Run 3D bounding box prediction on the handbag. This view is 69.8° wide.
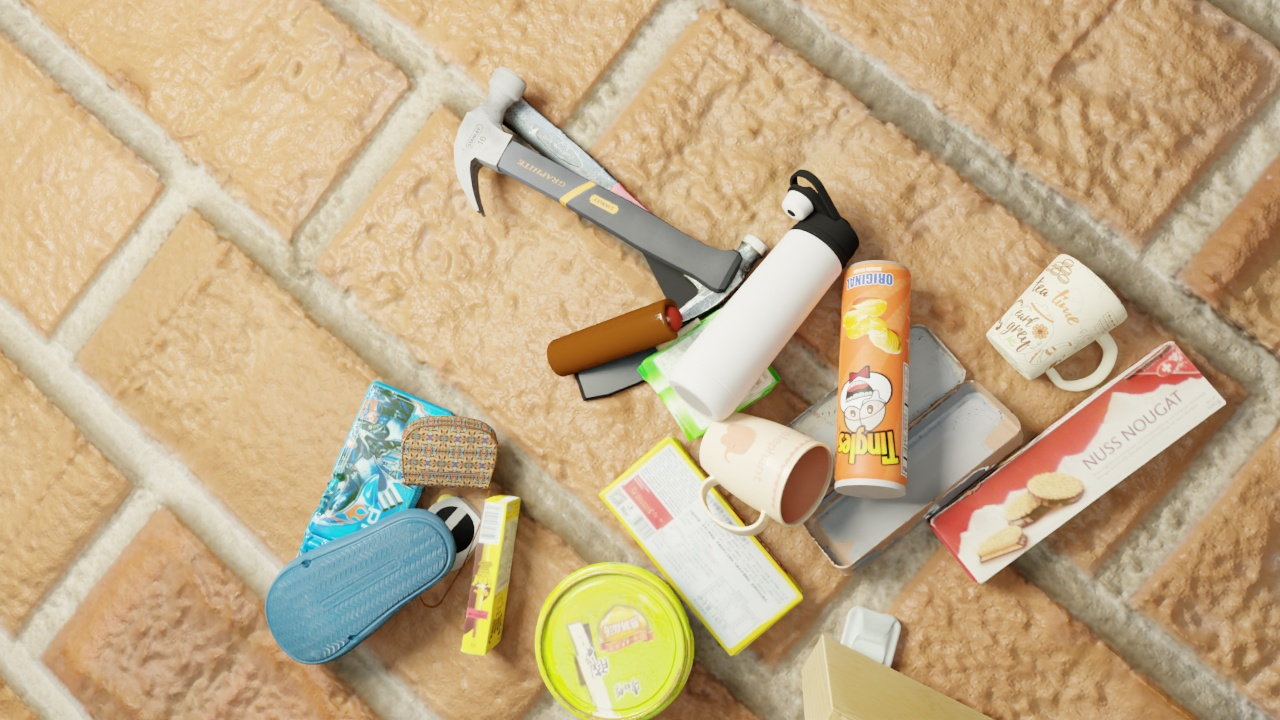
[{"bbox_3d":[-0.196,0.152,0.917,0.093,0.043,0.196,5,100,-14],"label":"handbag"}]

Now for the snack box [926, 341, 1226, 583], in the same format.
[{"bbox_3d":[0.395,0.094,0.842,0.273,0.044,0.076,-38,81,5],"label":"snack box"}]

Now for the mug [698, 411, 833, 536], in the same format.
[{"bbox_3d":[0.103,0.106,0.841,0.104,0.085,0.111,27,74,39],"label":"mug"}]

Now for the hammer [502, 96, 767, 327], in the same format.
[{"bbox_3d":[-0.037,-0.163,0.934,0.326,0.036,0.140,42,91,10],"label":"hammer"}]

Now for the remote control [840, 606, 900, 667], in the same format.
[{"bbox_3d":[0.207,0.303,0.868,0.050,0.022,0.133,15,89,10],"label":"remote control"}]

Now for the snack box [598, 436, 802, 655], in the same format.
[{"bbox_3d":[0.059,0.177,0.890,0.092,0.042,0.200,-41,81,3],"label":"snack box"}]

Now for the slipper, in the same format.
[{"bbox_3d":[-0.273,0.211,0.890,0.214,0.059,0.104,-34,97,8],"label":"slipper"}]

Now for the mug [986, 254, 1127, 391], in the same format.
[{"bbox_3d":[0.390,-0.021,0.847,0.097,0.081,0.122,-43,108,11],"label":"mug"}]

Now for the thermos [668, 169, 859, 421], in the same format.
[{"bbox_3d":[0.109,-0.060,0.851,0.101,0.069,0.229,45,78,-22],"label":"thermos"}]

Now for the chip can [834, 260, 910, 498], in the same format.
[{"bbox_3d":[0.214,0.017,0.842,0.062,0.062,0.210,4,72,9],"label":"chip can"}]

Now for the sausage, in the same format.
[{"bbox_3d":[-0.026,-0.021,0.894,0.156,0.040,0.040,-18,83,32],"label":"sausage"}]

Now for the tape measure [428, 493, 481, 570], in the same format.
[{"bbox_3d":[-0.194,0.175,0.942,0.064,0.016,0.065,42,93,9],"label":"tape measure"}]

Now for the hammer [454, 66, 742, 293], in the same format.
[{"bbox_3d":[-0.042,-0.160,0.901,0.312,0.035,0.139,29,89,9],"label":"hammer"}]

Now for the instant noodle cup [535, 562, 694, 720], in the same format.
[{"bbox_3d":[-0.020,0.260,0.869,0.146,0.098,0.146,-1,86,8],"label":"instant noodle cup"}]

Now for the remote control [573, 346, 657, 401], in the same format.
[{"bbox_3d":[-0.005,0.005,0.928,0.125,0.010,0.039,-20,83,6],"label":"remote control"}]

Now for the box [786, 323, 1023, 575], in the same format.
[{"bbox_3d":[0.230,0.083,0.869,0.216,0.063,0.157,-40,73,4],"label":"box"}]

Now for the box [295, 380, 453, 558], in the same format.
[{"bbox_3d":[-0.281,0.147,0.948,0.091,0.066,0.243,24,90,-12],"label":"box"}]

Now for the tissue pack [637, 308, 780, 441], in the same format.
[{"bbox_3d":[0.066,0.011,0.896,0.114,0.034,0.099,-33,87,-4],"label":"tissue pack"}]

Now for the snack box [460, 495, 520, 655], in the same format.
[{"bbox_3d":[-0.147,0.210,0.910,0.026,0.061,0.149,8,87,6],"label":"snack box"}]

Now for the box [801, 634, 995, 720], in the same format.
[{"bbox_3d":[0.247,0.366,0.788,0.249,0.140,0.148,25,94,2],"label":"box"}]
